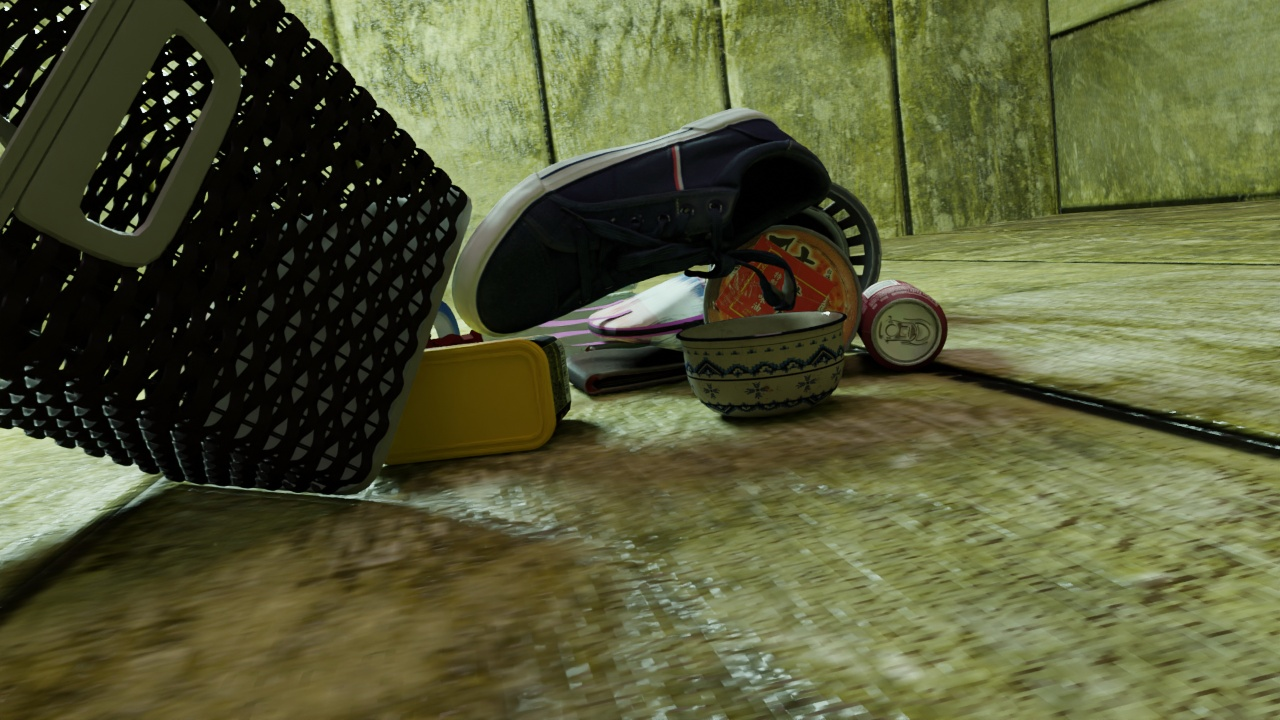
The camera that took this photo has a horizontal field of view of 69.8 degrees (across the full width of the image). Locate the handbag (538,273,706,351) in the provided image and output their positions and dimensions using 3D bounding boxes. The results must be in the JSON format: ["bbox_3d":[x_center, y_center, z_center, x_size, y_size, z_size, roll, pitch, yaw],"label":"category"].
[{"bbox_3d":[-0.027,-0.033,0.807,0.170,0.068,0.144,-7,12,-6],"label":"handbag"}]

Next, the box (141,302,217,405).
[{"bbox_3d":[-0.414,-0.009,0.847,0.081,0.161,0.092,-7,-5,-34],"label":"box"}]

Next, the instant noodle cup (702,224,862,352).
[{"bbox_3d":[0.125,-0.044,0.773,0.124,0.123,0.121,-5,-1,15],"label":"instant noodle cup"}]

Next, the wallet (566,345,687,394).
[{"bbox_3d":[-0.005,0.005,0.823,0.119,0.031,0.099,-9,11,-16],"label":"wallet"}]

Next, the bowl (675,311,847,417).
[{"bbox_3d":[0.085,0.004,0.628,0.115,0.059,0.115,-7,8,1],"label":"bowl"}]

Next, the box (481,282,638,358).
[{"bbox_3d":[-0.088,-0.065,0.994,0.196,0.136,0.043,-11,15,-26],"label":"box"}]

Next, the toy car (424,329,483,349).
[{"bbox_3d":[-0.195,0.011,0.746,0.169,0.070,0.062,-13,-27,-32],"label":"toy car"}]

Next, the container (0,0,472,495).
[{"bbox_3d":[-0.282,-0.068,0.543,0.246,0.246,0.243,-2,-27,34],"label":"container"}]

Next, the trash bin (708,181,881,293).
[{"bbox_3d":[0.161,-0.114,1.060,0.164,0.164,0.227,-8,5,-2],"label":"trash bin"}]

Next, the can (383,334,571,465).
[{"bbox_3d":[-0.119,0.023,0.650,0.131,0.072,0.101,-7,6,6],"label":"can"}]

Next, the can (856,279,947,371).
[{"bbox_3d":[0.208,-0.030,0.741,0.063,0.063,0.114,-6,8,10],"label":"can"}]

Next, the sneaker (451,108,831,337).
[{"bbox_3d":[0.016,-0.082,0.640,0.294,0.121,0.127,-28,43,-22],"label":"sneaker"}]

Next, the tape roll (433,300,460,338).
[{"bbox_3d":[-0.201,-0.012,0.891,0.016,0.093,0.091,-5,3,15],"label":"tape roll"}]

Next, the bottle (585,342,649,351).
[{"bbox_3d":[-0.007,-0.012,0.950,0.106,0.025,0.025,-12,9,-26],"label":"bottle"}]
